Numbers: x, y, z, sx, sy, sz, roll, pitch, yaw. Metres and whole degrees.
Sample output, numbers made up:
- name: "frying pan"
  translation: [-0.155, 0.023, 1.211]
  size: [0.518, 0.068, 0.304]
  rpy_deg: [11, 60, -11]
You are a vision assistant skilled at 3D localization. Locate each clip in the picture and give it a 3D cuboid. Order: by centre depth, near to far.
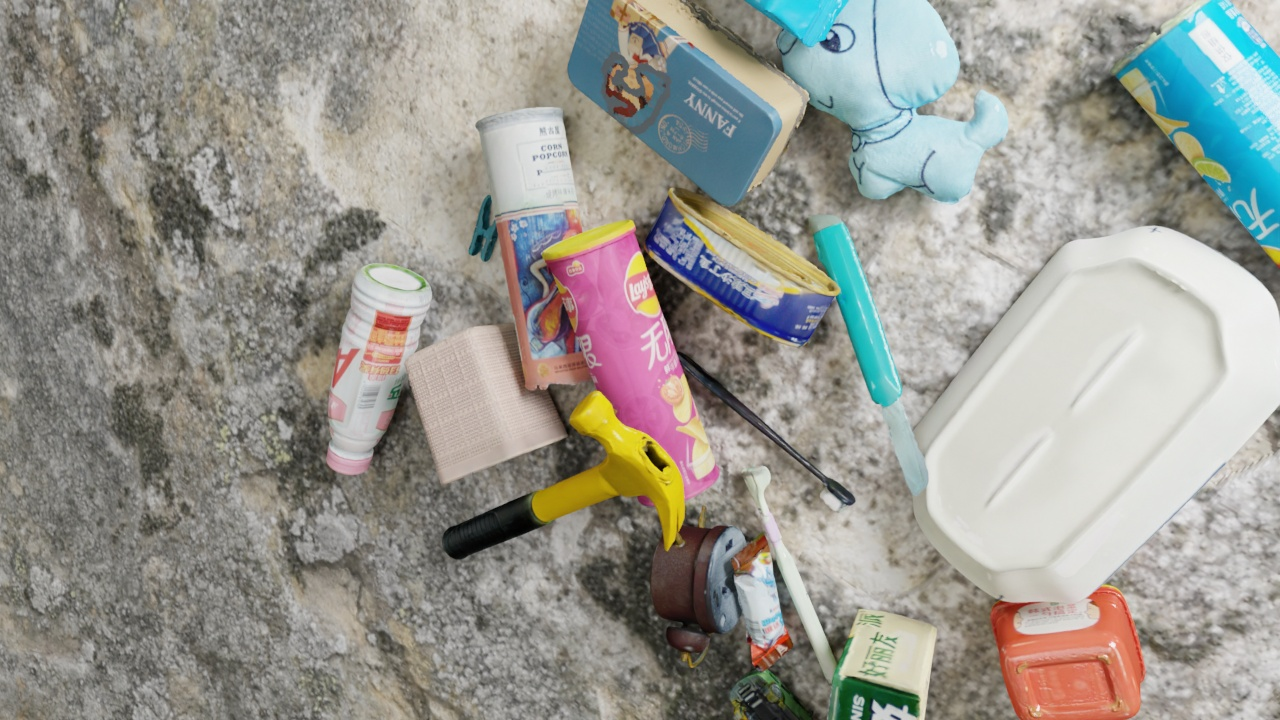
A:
- name: "clip"
  translation: [-0.131, -0.112, 0.784]
  size: [0.042, 0.014, 0.056]
  rpy_deg: [29, 108, 16]

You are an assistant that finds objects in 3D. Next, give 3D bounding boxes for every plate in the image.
- name: "plate"
  translation: [0.276, 0.039, 0.593]
  size: [0.162, 0.034, 0.266]
  rpy_deg: [48, 117, 31]

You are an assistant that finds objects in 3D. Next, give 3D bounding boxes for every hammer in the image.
- name: "hammer"
  translation: [-0.077, 0.118, 0.735]
  size: [0.129, 0.032, 0.302]
  rpy_deg: [47, 138, -14]

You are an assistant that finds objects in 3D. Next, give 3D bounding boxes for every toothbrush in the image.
- name: "toothbrush"
  translation: [0.093, 0.054, 0.717]
  size: [0.181, 0.015, 0.018]
  rpy_deg: [42, 122, 10]
- name: "toothbrush"
  translation: [0.123, 0.172, 0.725]
  size: [0.029, 0.020, 0.189]
  rpy_deg: [-19, 93, 55]

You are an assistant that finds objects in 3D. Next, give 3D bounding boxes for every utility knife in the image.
- name: "utility knife"
  translation: [0.164, -0.008, 0.655]
  size: [0.029, 0.013, 0.215]
  rpy_deg: [-23, 78, 33]

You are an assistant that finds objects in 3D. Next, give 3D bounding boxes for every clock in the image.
- name: "clock"
  translation: [0.048, 0.182, 0.724]
  size: [0.055, 0.081, 0.122]
  rpy_deg: [2, 99, 27]

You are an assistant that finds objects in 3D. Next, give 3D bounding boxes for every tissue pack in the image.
- name: "tissue pack"
  translation: [0.097, -0.274, 0.607]
  size: [0.090, 0.063, 0.140]
  rpy_deg: [-57, 45, 22]

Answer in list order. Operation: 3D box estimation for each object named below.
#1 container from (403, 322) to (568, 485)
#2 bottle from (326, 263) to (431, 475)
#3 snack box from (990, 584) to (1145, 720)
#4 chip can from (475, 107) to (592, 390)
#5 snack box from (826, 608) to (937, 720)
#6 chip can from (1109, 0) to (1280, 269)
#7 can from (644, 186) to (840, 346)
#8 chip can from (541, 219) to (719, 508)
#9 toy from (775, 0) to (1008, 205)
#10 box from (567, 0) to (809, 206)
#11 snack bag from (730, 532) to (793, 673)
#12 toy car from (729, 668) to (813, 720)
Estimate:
- name: "container"
  translation: [-0.132, 0.033, 0.772]
  size: [0.090, 0.089, 0.111]
  rpy_deg: [-22, 87, 25]
- name: "bottle"
  translation: [-0.244, 0.013, 0.830]
  size: [0.068, 0.068, 0.197]
  rpy_deg: [28, 114, 16]
- name: "snack box"
  translation: [0.289, 0.201, 0.623]
  size: [0.091, 0.080, 0.082]
  rpy_deg: [-16, 92, 25]
- name: "chip can"
  translation: [-0.078, -0.087, 0.734]
  size: [0.071, 0.071, 0.215]
  rpy_deg: [-6, 98, 24]
- name: "snack box"
  translation: [0.168, 0.318, 0.679]
  size: [0.063, 0.114, 0.240]
  rpy_deg: [10, 104, 21]
- name: "chip can"
  translation: [0.372, -0.113, 0.535]
  size: [0.071, 0.071, 0.210]
  rpy_deg: [-39, 82, 24]
- name: "can"
  translation: [0.071, -0.069, 0.669]
  size: [0.148, 0.074, 0.049]
  rpy_deg: [37, 114, 21]
- name: "chip can"
  translation: [-0.004, 0.004, 0.697]
  size: [0.072, 0.071, 0.210]
  rpy_deg: [-14, 105, 25]
- name: "toy"
  translation: [0.166, -0.187, 0.620]
  size: [0.162, 0.049, 0.156]
  rpy_deg: [10, 107, 26]
- name: "box"
  translation: [0.036, -0.192, 0.657]
  size: [0.184, 0.061, 0.090]
  rpy_deg: [41, 140, 14]
- name: "snack bag"
  translation: [0.094, 0.189, 0.716]
  size: [0.026, 0.048, 0.104]
  rpy_deg: [8, 116, 45]
- name: "toy car"
  translation: [0.114, 0.290, 0.740]
  size: [0.091, 0.036, 0.043]
  rpy_deg: [48, 113, 10]
